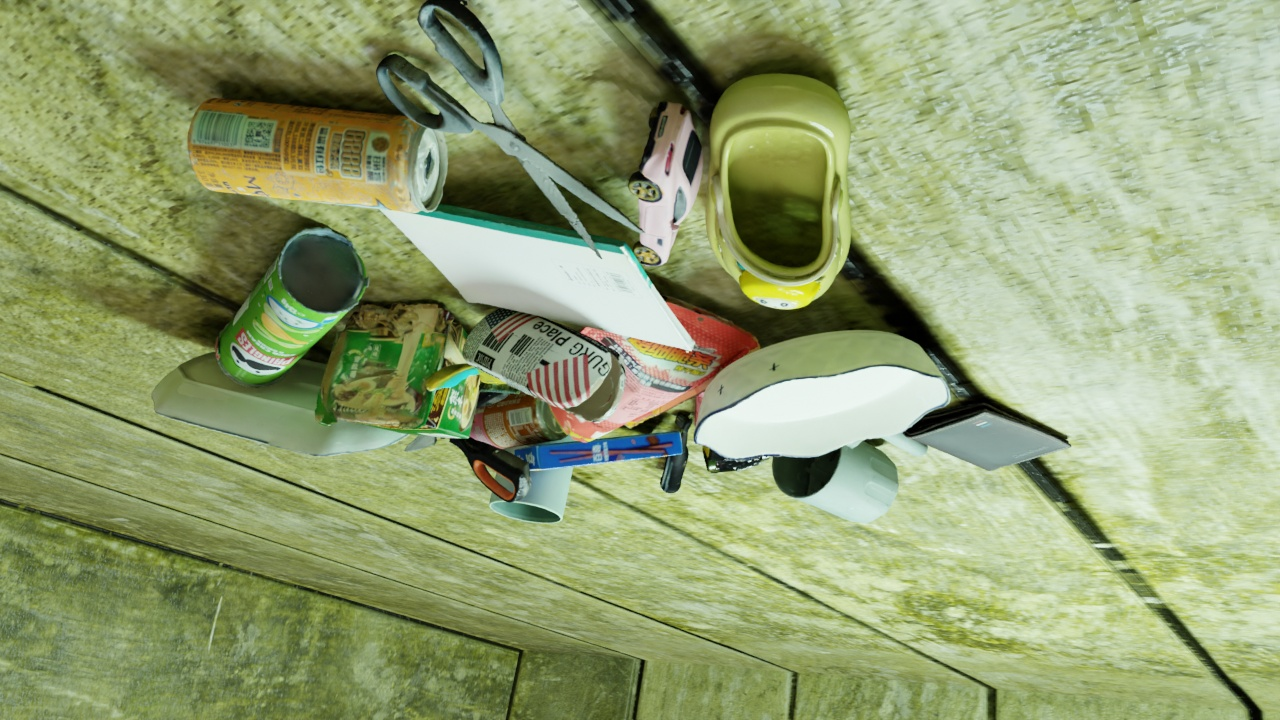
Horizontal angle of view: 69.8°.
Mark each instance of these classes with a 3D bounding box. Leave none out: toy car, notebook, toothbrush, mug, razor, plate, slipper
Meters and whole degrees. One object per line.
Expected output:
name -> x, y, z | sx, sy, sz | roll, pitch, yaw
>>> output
toy car -> 0.017, -0.101, 0.545 | 0.037, 0.056, 0.122 | 15, 157, 7
notebook -> -0.076, -0.062, 0.658 | 0.209, 0.012, 0.150 | 14, 161, 26
toothbrush -> 0.041, 0.105, 1.031 | 0.027, 0.026, 0.213 | 40, 159, 15
toy car -> 0.094, 0.073, 0.904 | 0.071, 0.041, 0.156 | -11, 153, -3
mug -> -0.126, 0.122, 1.032 | 0.082, 0.106, 0.112 | 25, 152, -33
razor -> -0.148, 0.016, 0.791 | 0.043, 0.028, 0.132 | 6, -179, 18
plate -> 0.142, 0.031, 0.743 | 0.205, 0.045, 0.205 | -6, 158, -3
mug -> 0.208, 0.099, 0.900 | 0.103, 0.083, 0.124 | 27, 126, -36
plate -> -0.352, 0.033, 0.917 | 0.266, 0.034, 0.161 | 12, -161, 14
slipper -> 0.077, -0.081, 0.537 | 0.092, 0.081, 0.191 | 7, 154, 12

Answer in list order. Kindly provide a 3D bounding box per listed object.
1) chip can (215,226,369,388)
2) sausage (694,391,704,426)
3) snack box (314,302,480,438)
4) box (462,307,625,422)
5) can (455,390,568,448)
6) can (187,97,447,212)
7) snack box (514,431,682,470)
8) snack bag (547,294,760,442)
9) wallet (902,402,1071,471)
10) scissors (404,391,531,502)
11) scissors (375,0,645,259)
chip can -> -0.306, -0.039, 0.790 | 0.072, 0.072, 0.237 | 23, 152, -27
sausage -> 0.063, 0.042, 0.888 | 0.020, 0.020, 0.156 | 7, 156, 6
snack box -> -0.205, 0.021, 0.834 | 0.118, 0.117, 0.105 | 3, 160, 23
box -> -0.085, -0.006, 0.735 | 0.079, 0.074, 0.164 | 19, -177, -45
can -> -0.136, 0.062, 0.963 | 0.148, 0.057, 0.058 | -12, 148, 41
can -> -0.198, -0.127, 0.567 | 0.146, 0.058, 0.058 | 7, 156, 7
snack box -> -0.044, 0.095, 0.955 | 0.157, 0.026, 0.085 | -4, 174, -23
snack bag -> -0.005, 0.005, 0.784 | 0.128, 0.073, 0.208 | 27, 145, -18
wallet -> 0.322, 0.072, 0.854 | 0.122, 0.020, 0.097 | 21, 154, -27
scissors -> -0.187, 0.064, 0.952 | 0.221, 0.021, 0.224 | 42, 130, 24
scissors -> -0.076, -0.127, 0.516 | 0.172, 0.014, 0.160 | 16, 145, 18
